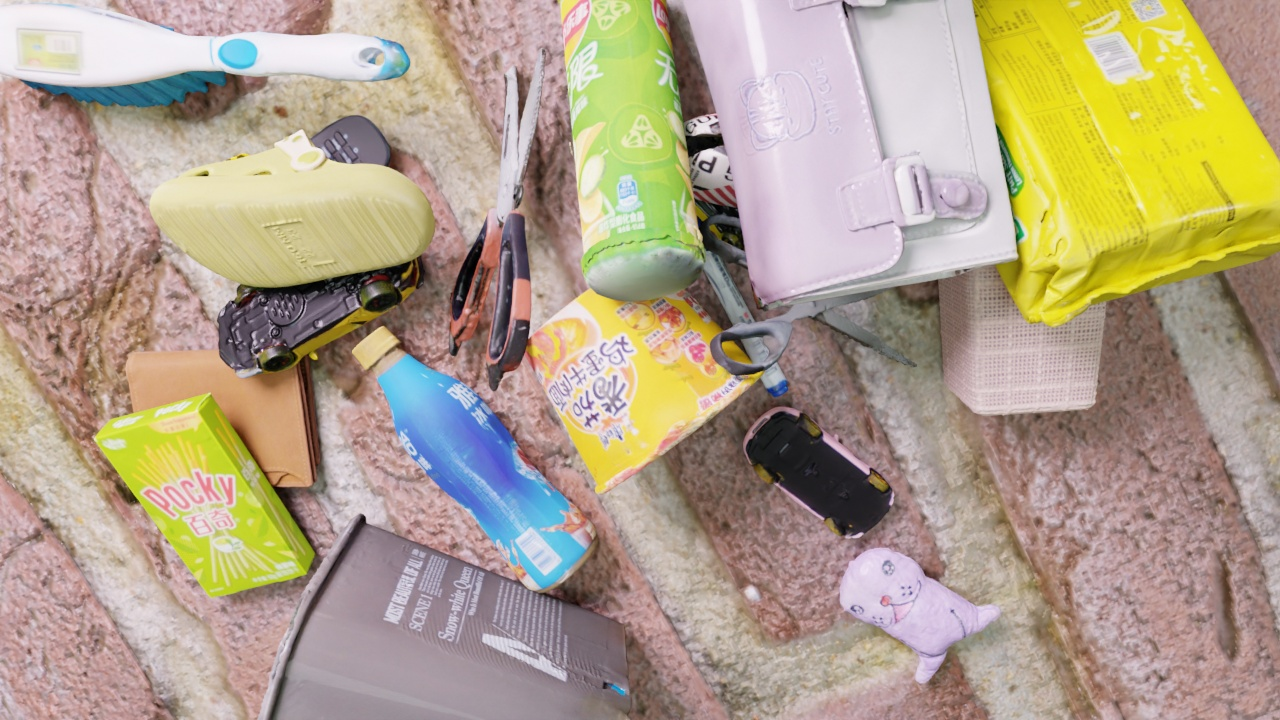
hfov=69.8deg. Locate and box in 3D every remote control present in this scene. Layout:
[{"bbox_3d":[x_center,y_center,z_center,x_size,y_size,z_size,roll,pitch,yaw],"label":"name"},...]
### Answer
[{"bbox_3d":[-0.232,-0.120,0.645,0.136,0.024,0.053,-34,99,10],"label":"remote control"}]

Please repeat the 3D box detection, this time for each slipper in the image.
[{"bbox_3d":[-0.219,-0.102,0.600,0.191,0.081,0.092,-2,141,15],"label":"slipper"}]

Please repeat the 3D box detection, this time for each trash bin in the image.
[{"bbox_3d":[-0.134,0.243,0.632,0.219,0.199,0.199,16,103,-6],"label":"trash bin"}]

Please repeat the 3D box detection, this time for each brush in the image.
[{"bbox_3d":[-0.288,-0.194,0.590,0.314,0.109,0.060,5,98,2],"label":"brush"}]

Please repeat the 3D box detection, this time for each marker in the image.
[{"bbox_3d":[0.066,-0.039,0.648,0.017,0.017,0.146,-28,98,8],"label":"marker"}]

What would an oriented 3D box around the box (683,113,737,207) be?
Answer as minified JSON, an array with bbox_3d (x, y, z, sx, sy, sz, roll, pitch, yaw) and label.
[{"bbox_3d":[0.105,-0.142,0.586,0.163,0.075,0.081,2,76,-10],"label":"box"}]

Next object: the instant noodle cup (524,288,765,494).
[{"bbox_3d":[-0.004,0.004,0.606,0.138,0.138,0.110,-36,89,9],"label":"instant noodle cup"}]

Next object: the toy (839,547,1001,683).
[{"bbox_3d":[0.194,0.181,0.672,0.108,0.039,0.084,35,107,-5],"label":"toy"}]

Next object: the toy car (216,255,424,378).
[{"bbox_3d":[-0.227,-0.044,0.645,0.156,0.041,0.071,-30,71,5],"label":"toy car"}]

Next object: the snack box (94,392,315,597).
[{"bbox_3d":[-0.311,0.101,0.665,0.086,0.026,0.156,-14,119,10],"label":"snack box"}]

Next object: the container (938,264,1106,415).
[{"bbox_3d":[0.249,-0.027,0.605,0.090,0.090,0.111,-4,104,3],"label":"container"}]

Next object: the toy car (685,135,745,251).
[{"bbox_3d":[0.054,-0.114,0.622,0.048,0.032,0.105,-45,98,-12],"label":"toy car"}]

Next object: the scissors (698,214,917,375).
[{"bbox_3d":[0.105,-0.038,0.597,0.159,0.180,0.014,54,144,4],"label":"scissors"}]

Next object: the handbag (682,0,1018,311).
[{"bbox_3d":[0.115,-0.136,0.511,0.145,0.098,0.197,-12,89,-7],"label":"handbag"}]

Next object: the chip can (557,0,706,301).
[{"bbox_3d":[-0.008,-0.144,0.554,0.072,0.072,0.221,-8,71,5],"label":"chip can"}]

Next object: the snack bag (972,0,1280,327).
[{"bbox_3d":[0.263,-0.146,0.539,0.158,0.068,0.246,-15,68,-2],"label":"snack bag"}]

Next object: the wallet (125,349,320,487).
[{"bbox_3d":[-0.307,0.044,0.679,0.132,0.031,0.108,-1,100,5],"label":"wallet"}]

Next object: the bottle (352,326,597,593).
[{"bbox_3d":[-0.122,0.068,0.655,0.065,0.065,0.218,-40,96,9],"label":"bottle"}]

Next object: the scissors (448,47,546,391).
[{"bbox_3d":[-0.093,-0.088,0.612,0.015,0.189,0.222,8,133,-32],"label":"scissors"}]

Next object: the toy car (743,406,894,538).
[{"bbox_3d":[0.127,0.079,0.659,0.122,0.037,0.056,38,104,-17],"label":"toy car"}]
